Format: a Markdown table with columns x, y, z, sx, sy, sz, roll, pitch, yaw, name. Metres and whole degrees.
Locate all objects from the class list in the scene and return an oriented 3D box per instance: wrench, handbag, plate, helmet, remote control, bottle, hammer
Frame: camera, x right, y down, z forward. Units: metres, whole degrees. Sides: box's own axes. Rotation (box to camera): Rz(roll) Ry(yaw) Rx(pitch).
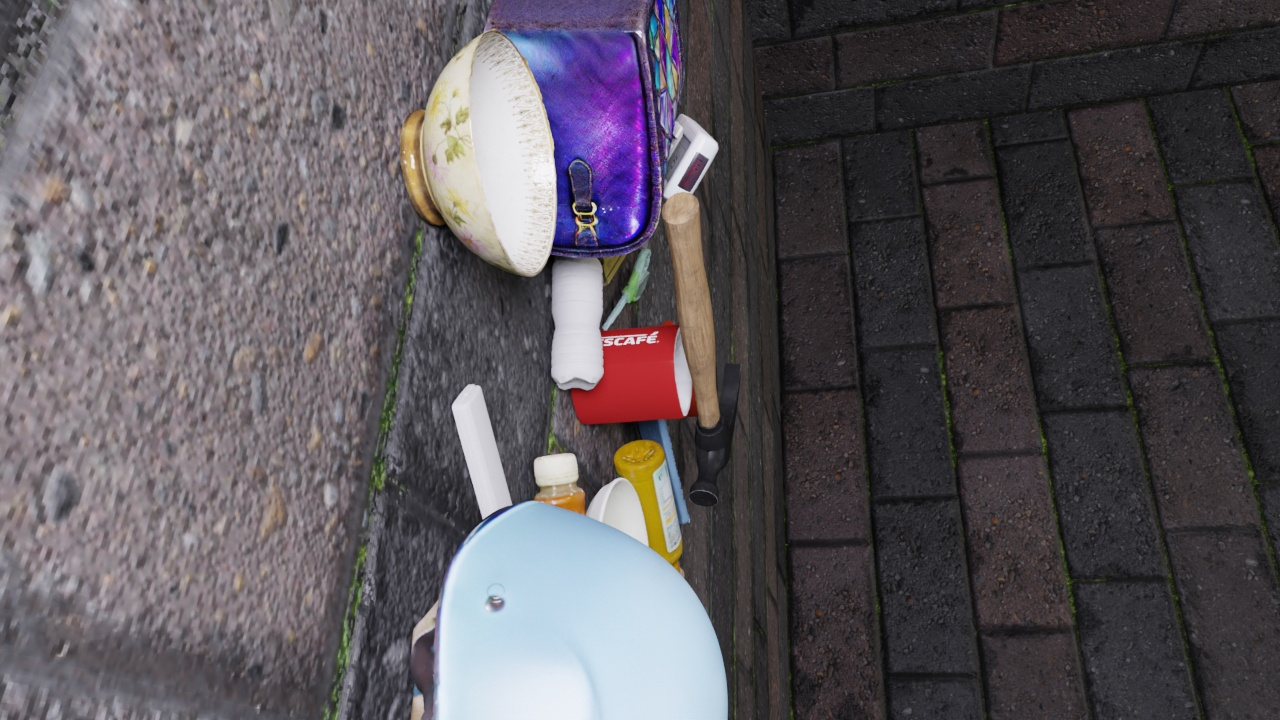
| x | y | z | sx | sy | sz | roll | pitch | yaw | name |
| --- | --- | --- | --- | --- | --- | --- | --- | --- | --- |
| -0.023 | -0.128 | 1.000 | 0.272 | 0.018 | 0.084 | -68 | 151 | -62 | wrench |
| -0.035 | -0.202 | 0.734 | 0.204 | 0.125 | 0.222 | -81 | 169 | -45 | handbag |
| -0.028 | 0.199 | 0.833 | 0.182 | 0.034 | 0.182 | -4 | 89 | -77 | plate |
| -0.040 | 0.219 | 0.507 | 0.225 | 0.167 | 0.265 | 65 | 37 | -70 | helmet |
| 0.035 | -0.174 | 0.785 | 0.060 | 0.025 | 0.138 | -59 | -165 | 17 | remote control |
| -0.054 | 0.154 | 0.689 | 0.059 | 0.059 | 0.167 | 0 | 82 | -76 | bottle |
| -0.054 | -0.045 | 0.784 | 0.044 | 0.044 | 0.136 | 44 | 43 | -70 | bottle |
| -0.101 | 0.080 | 0.615 | 0.033 | 0.012 | 0.131 | -67 | 149 | -63 | remote control |
| 0.051 | -0.015 | 0.782 | 0.306 | 0.040 | 0.132 | 78 | 20 | -47 | hammer |
| 0.014 | 0.174 | 0.977 | 0.053 | 0.053 | 0.186 | -71 | 154 | -59 | bottle |

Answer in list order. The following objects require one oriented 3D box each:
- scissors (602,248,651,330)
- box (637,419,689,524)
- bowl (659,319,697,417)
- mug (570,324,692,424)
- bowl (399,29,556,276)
| x | y | z | sx | sy | sz | roll | pitch | yaw | name |
| --- | --- | --- | --- | --- | --- | --- | --- | --- | --- |
| -0.014 | -0.071 | 1.007 | 0.173 | 0.033 | 0.065 | -54 | 161 | -59 | scissors |
| 0.015 | 0.083 | 1.055 | 0.126 | 0.039 | 0.209 | -103 | 180 | -57 | box |
| 0.035 | 0.015 | 1.094 | 0.122 | 0.035 | 0.122 | 161 | -89 | -81 | bowl |
| -0.005 | 0.005 | 0.858 | 0.116 | 0.097 | 0.080 | -71 | 154 | -59 | mug |
| -0.103 | -0.121 | 0.564 | 0.145 | 0.063 | 0.145 | -5 | 89 | -77 | bowl |
